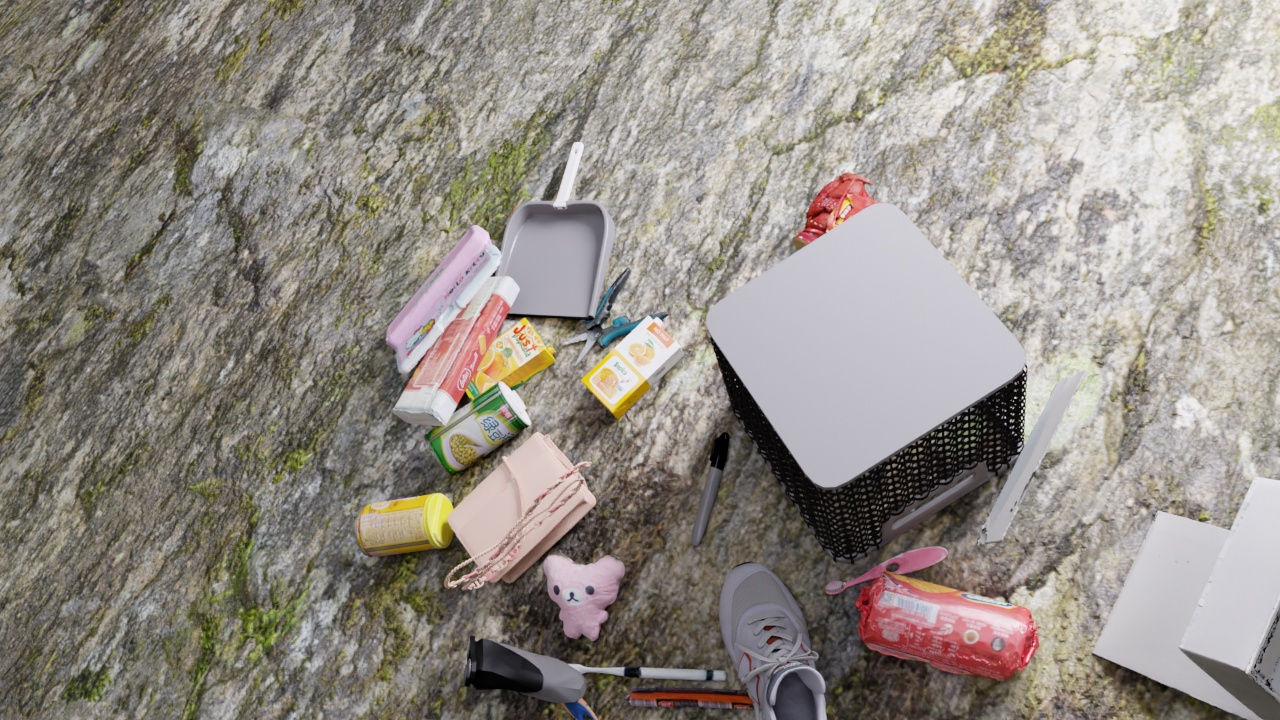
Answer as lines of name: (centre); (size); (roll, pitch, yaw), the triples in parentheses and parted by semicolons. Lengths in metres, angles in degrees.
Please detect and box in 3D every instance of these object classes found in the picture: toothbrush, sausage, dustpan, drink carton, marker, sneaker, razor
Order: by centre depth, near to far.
sneaker: (0.142, 0.307, 0.905); (0.089, 0.124, 0.239); (-10, 67, -7)
toothbrush: (0.260, 0.223, 0.975); (0.135, 0.016, 0.021); (-21, 56, 8)
sausage: (0.056, 0.360, 0.978); (0.155, 0.020, 0.020); (-5, 66, 16)
toothbrush: (-0.052, 0.398, 0.999); (0.021, 0.017, 0.135); (-46, 60, -10)
toothbrush: (0.002, 0.343, 1.004); (0.187, 0.017, 0.012); (-3, 97, 16)
razor: (-0.130, 0.348, 1.020); (0.156, 0.060, 0.057); (5, 85, 16)
marker: (0.080, 0.148, 1.067); (0.022, 0.016, 0.138); (-4, 63, 50)
drink carton: (-0.007, 0.007, 1.135); (0.122, 0.040, 0.058); (-44, 73, -5)
drink carton: (-0.174, 0.004, 1.194); (0.122, 0.041, 0.058); (-35, 62, 0)
dustpan: (-0.110, -0.180, 1.250); (0.163, 0.033, 0.257); (4, 68, 26)

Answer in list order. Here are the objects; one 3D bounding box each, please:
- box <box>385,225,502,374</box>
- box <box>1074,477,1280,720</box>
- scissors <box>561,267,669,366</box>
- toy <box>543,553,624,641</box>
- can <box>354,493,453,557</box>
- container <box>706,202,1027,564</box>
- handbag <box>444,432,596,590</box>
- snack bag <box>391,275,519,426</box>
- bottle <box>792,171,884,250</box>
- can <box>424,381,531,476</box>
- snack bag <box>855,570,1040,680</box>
box: (-0.263, -0.084, 1.207); (0.201, 0.041, 0.153); (-49, 23, 6)
box: (0.544, 0.246, 0.870); (0.165, 0.446, 0.167); (29, 78, 16)
scissors: (-0.038, -0.061, 1.192); (0.148, 0.019, 0.118); (-16, 64, 12)
toy: (-0.065, 0.268, 1.039); (0.099, 0.052, 0.095); (-2, 79, 20)
can: (-0.288, 0.203, 1.127); (0.105, 0.067, 0.067); (-10, 64, 13)
container: (0.230, 0.027, 0.942); (0.247, 0.244, 0.245); (-32, 62, 1)
handbag: (-0.150, 0.151, 1.038); (0.199, 0.187, 0.116); (-43, 69, 1)
snack bag: (-0.233, -0.015, 1.176); (0.078, 0.041, 0.224); (1, 55, 34)
bottle: (0.246, -0.167, 1.107); (0.099, 0.099, 0.111); (39, 87, 27)
can: (-0.203, 0.085, 1.152); (0.121, 0.067, 0.067); (-34, 62, 1)
snack bag: (0.300, 0.265, 0.911); (0.176, 0.082, 0.082); (11, 71, 22)
